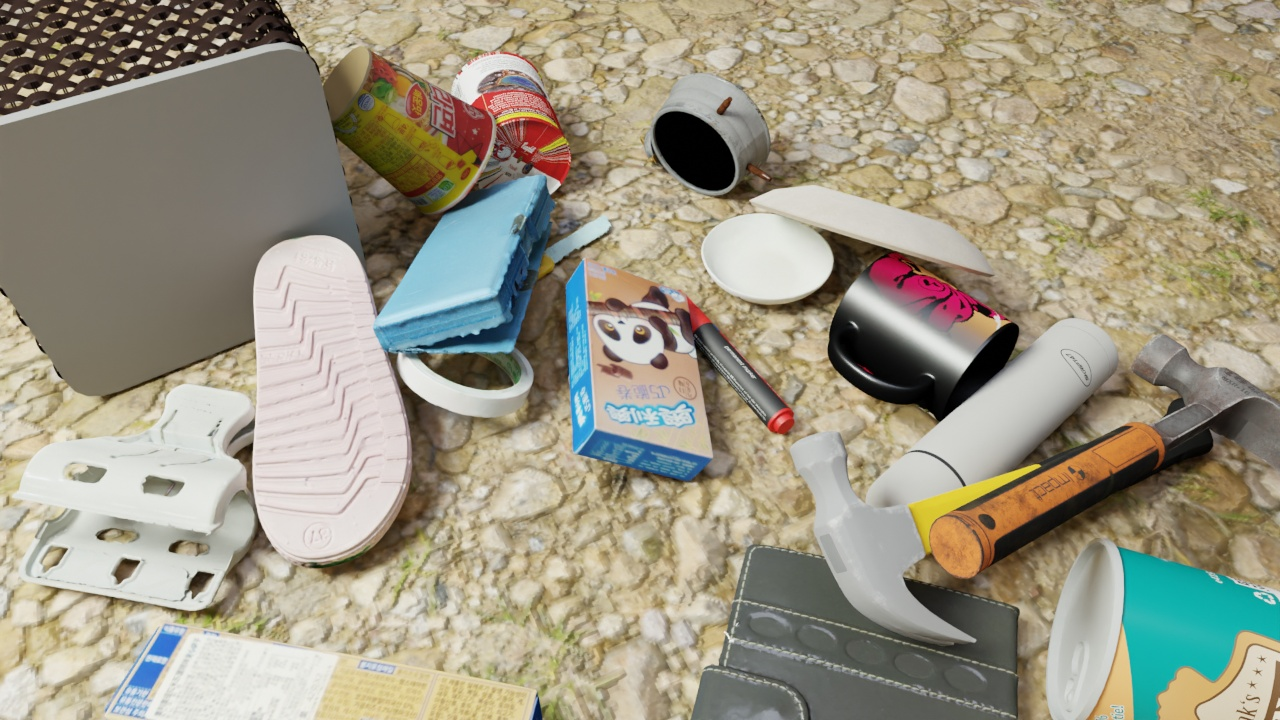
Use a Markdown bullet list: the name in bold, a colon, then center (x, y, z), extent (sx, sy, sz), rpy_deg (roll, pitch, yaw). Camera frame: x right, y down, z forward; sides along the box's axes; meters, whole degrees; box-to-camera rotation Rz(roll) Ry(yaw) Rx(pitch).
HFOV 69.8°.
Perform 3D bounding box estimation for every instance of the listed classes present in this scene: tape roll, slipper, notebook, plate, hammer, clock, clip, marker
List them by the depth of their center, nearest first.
- **notebook**: center (0.111, 0.199, 0.477), extent (0.169, 0.029, 0.208), rpy_deg (13, 45, 8)
- **hammer**: center (0.271, 0.062, 0.498), extent (0.313, 0.035, 0.138), rpy_deg (-14, 44, -36)
- **hammer**: center (0.240, 0.076, 0.550), extent (0.322, 0.029, 0.127), rpy_deg (-11, 75, -27)
- **clip**: center (-0.294, 0.067, 0.559), extent (0.126, 0.099, 0.152), rpy_deg (10, 57, 5)
- **slipper**: center (-0.206, 0.025, 0.611), extent (0.094, 0.065, 0.239), rpy_deg (-10, 61, -14)
- **tape roll**: center (-0.121, 0.005, 0.635), extent (0.094, 0.018, 0.093), rpy_deg (19, 26, -10)
- **marker**: center (0.064, -0.001, 0.668), extent (0.023, 0.021, 0.145), rpy_deg (2, 37, -42)
- **plate**: center (0.176, -0.103, 0.689), extent (0.188, 0.027, 0.188), rpy_deg (16, 12, -4)
- **plate**: center (0.100, -0.076, 0.736), extent (0.104, 0.026, 0.104), rpy_deg (0, 48, 0)
- **clock**: center (0.050, -0.195, 0.807), extent (0.148, 0.104, 0.056), rpy_deg (6, 49, 47)

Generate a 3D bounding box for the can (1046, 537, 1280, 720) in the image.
- **can**: center (0.298, 0.159, 0.466), extent (0.144, 0.099, 0.099), rpy_deg (15, 48, 13)

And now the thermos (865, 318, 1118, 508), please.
- **thermos**: center (0.233, 0.046, 0.604), extent (0.223, 0.052, 0.052), rpy_deg (-33, 55, -28)

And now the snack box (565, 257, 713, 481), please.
- **snack box**: center (-0.004, 0.004, 0.625), extent (0.087, 0.034, 0.151), rpy_deg (17, 45, -25)

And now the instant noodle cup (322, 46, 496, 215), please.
- **instant noodle cup**: center (-0.187, -0.185, 0.720), extent (0.101, 0.112, 0.100), rpy_deg (-21, 54, 32)

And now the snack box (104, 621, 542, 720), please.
- **snack box**: center (-0.156, 0.187, 0.465), extent (0.207, 0.057, 0.056), rpy_deg (8, 43, 7)

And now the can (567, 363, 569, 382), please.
- **can**: center (-0.036, -0.015, 0.672), extent (0.031, 0.032, 0.080), rpy_deg (1, 47, 0)

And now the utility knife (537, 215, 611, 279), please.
- **utility knife**: center (-0.103, -0.066, 0.734), extent (0.030, 0.019, 0.216), rpy_deg (41, 55, 22)

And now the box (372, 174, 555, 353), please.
- **box**: center (-0.119, -0.070, 0.682), extent (0.093, 0.054, 0.231), rpy_deg (-15, 28, 10)

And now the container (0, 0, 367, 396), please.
- **container**: center (-0.364, -0.160, 0.663), extent (0.246, 0.246, 0.243), rpy_deg (-26, 56, -23)

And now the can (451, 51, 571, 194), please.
- **can**: center (-0.116, -0.207, 0.814), extent (0.086, 0.087, 0.116), rpy_deg (-12, 48, -12)

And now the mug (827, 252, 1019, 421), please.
- **mug**: center (0.183, -0.009, 0.631), extent (0.117, 0.082, 0.098), rpy_deg (-27, 52, -35)
